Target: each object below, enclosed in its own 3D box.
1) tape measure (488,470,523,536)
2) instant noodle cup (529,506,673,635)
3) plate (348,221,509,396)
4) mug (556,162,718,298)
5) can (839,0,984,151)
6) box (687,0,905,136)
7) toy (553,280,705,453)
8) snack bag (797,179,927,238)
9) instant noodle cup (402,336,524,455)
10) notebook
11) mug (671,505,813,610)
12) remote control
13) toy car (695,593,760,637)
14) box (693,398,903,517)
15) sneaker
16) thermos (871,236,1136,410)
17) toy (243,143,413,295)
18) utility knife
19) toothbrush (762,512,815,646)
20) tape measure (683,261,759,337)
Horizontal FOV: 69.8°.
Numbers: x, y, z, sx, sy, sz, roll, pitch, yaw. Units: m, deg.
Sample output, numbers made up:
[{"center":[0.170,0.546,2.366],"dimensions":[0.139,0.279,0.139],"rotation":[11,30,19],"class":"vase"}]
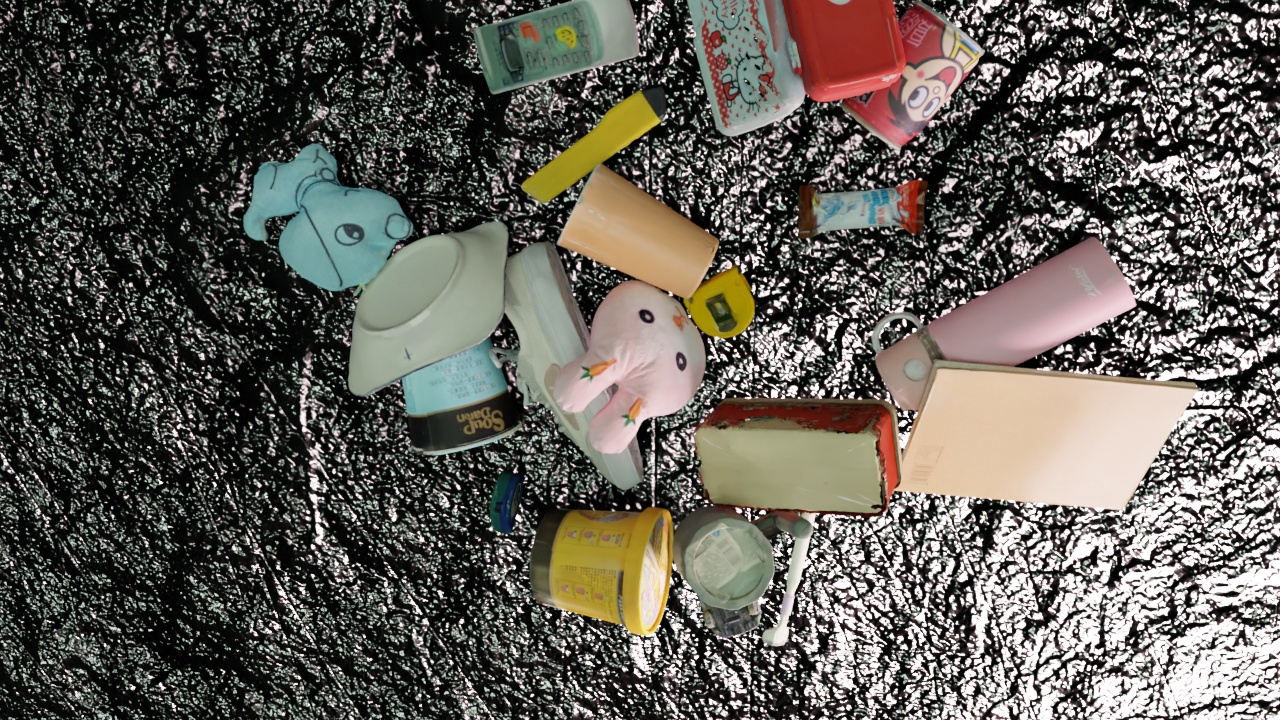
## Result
[{"center":[-0.134,0.137,0.906],"dimensions":[0.025,0.054,0.058],"rotation":[11,144,3],"class":"tape measure"},{"center":[-0.037,0.195,0.881],"dimensions":[0.114,0.118,0.118],"rotation":[4,111,16],"class":"instant noodle cup"},{"center":[-0.190,-0.057,0.790],"dimensions":[0.164,0.163,0.034],"rotation":[-23,134,17],"class":"plate"},{"center":[0.000,-0.105,0.784],"dimensions":[0.123,0.078,0.078],"rotation":[27,112,-6],"class":"mug"},{"center":[0.206,-0.217,0.706],"dimensions":[0.066,0.066,0.094],"rotation":[36,112,-4],"class":"can"},{"center":[0.102,-0.283,0.679],"dimensions":[0.160,0.065,0.201],"rotation":[-14,91,19],"class":"box"},{"center":[-0.005,0.005,0.786],"dimensions":[0.121,0.159,0.054],"rotation":[50,145,-18],"class":"toy"},{"center":[0.184,-0.126,0.766],"dimensions":[0.104,0.026,0.048],"rotation":[1,98,10],"class":"snack bag"},{"center":[-0.173,0.014,0.847],"dimensions":[0.111,0.111,0.120],"rotation":[-10,99,14],"class":"instant noodle cup"},{"center":[0.334,0.068,0.778],"dimensions":[0.211,0.012,0.150],"rotation":[5,130,0],"class":"notebook"},{"center":[0.092,0.169,0.832],"dimensions":[0.124,0.103,0.083],"rotation":[-24,87,-3],"class":"mug"},{"center":[-0.069,-0.265,0.764],"dimensions":[0.135,0.019,0.056],"rotation":[-10,108,14],"class":"remote control"},{"center":[0.078,0.215,0.906],"dimensions":[0.054,0.036,0.120],"rotation":[-22,95,15],"class":"toy car"},{"center":[0.134,0.084,0.800],"dimensions":[0.169,0.077,0.091],"rotation":[-1,111,29],"class":"box"},{"center":[-0.076,0.019,0.831],"dimensions":[0.091,0.089,0.242],"rotation":[-22,103,9],"class":"sneaker"},{"center":[0.292,-0.033,0.764],"dimensions":[0.199,0.067,0.087],"rotation":[-29,75,20],"class":"thermos"},{"center":[-0.282,-0.123,0.822],"dimensions":[0.161,0.050,0.156],"rotation":[-17,79,11],"class":"toy"},{"center":[-0.040,-0.185,0.790],"dimensions":[0.154,0.015,0.033],"rotation":[-31,96,20],"class":"utility knife"},{"center":[0.151,0.197,0.895],"dimensions":[0.029,0.020,0.190],"rotation":[1,112,-22],"class":"toothbrush"},{"center":[0.073,-0.048,0.813],"dimensions":[0.060,0.028,0.057],"rotation":[-28,104,19],"class":"tape measure"}]
